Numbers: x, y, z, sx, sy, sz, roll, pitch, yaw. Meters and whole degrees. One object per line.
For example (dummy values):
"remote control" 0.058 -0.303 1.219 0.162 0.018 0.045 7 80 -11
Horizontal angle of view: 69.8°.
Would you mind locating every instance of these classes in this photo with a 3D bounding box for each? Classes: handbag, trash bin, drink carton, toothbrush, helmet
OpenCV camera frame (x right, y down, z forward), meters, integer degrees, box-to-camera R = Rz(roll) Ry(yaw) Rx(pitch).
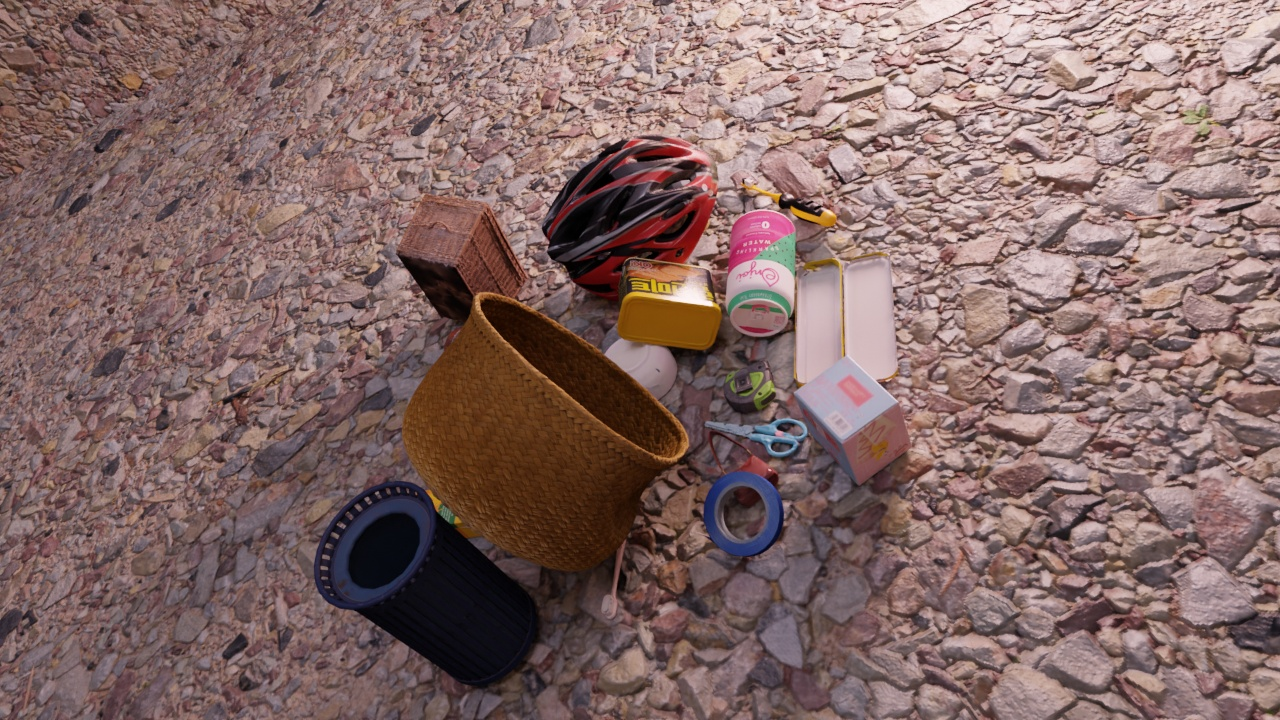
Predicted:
"handbag" 0.113 0.121 1.098 0.055 0.029 0.119 -40 40 -1
"trash bin" -0.220 0.254 1.000 0.139 0.249 0.139 -14 48 16
"drink carton" -0.243 0.200 1.203 0.123 0.041 0.058 -10 50 19
"toothbrush" 0.211 -0.231 1.333 0.031 0.031 0.197 -26 38 -24
"helmet" -0.015 -0.214 1.313 0.273 0.167 0.217 -35 51 22
"toothbrush" -0.025 0.219 1.091 0.016 0.018 0.180 -7 50 22

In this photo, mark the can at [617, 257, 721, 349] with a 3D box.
"can" 0.035 -0.079 1.228 0.130 0.073 0.100 7 38 -9

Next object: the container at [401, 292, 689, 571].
"container" -0.116 0.085 1.039 0.197 0.306 0.307 -52 46 8

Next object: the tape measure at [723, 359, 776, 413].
"tape measure" 0.136 0.033 1.147 0.066 0.036 0.058 -21 47 10

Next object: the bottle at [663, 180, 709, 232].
"bottle" 0.066 -0.251 1.392 0.046 0.072 0.161 -37 43 19

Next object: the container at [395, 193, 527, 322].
"container" -0.270 -0.147 1.394 0.114 0.199 0.112 13 64 21

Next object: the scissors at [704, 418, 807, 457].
"scissors" 0.137 0.089 1.122 0.137 0.015 0.056 5 55 38

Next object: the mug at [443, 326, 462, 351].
"mug" -0.216 -0.020 1.353 0.111 0.081 0.117 11 42 38

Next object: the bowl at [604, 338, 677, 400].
"bowl" -0.007 0.007 1.231 0.105 0.054 0.104 -13 49 15

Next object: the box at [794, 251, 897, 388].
"box" 0.260 -0.053 1.167 0.127 0.023 0.209 -6 50 19

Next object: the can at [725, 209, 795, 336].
"can" 0.161 -0.118 1.222 0.088 0.088 0.165 -8 50 21

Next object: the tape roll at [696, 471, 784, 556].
"tape roll" 0.115 0.172 1.031 0.091 0.016 0.093 23 88 30

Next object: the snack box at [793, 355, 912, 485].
"snack box" 0.238 0.067 1.026 0.079 0.095 0.093 -35 45 -4
